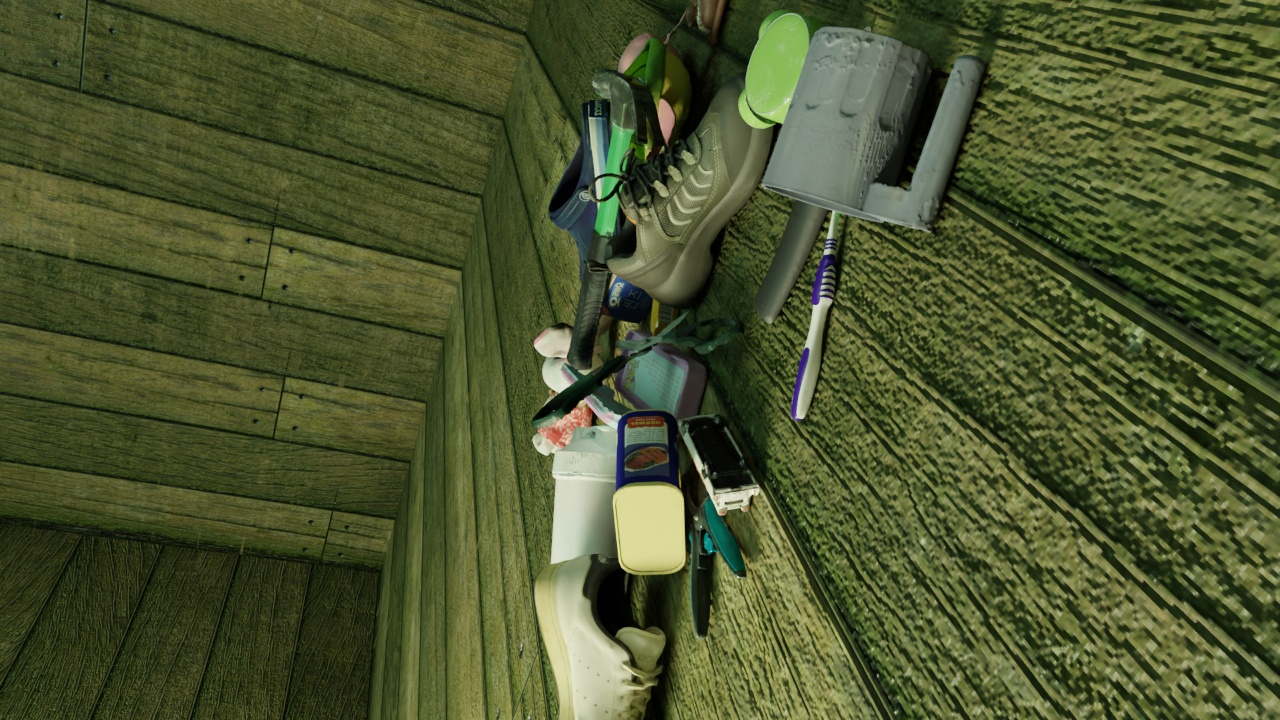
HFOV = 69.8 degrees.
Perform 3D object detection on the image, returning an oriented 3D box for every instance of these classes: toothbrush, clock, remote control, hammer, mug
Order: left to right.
[{"bbox_3d":[-0.039,-0.138,0.979,0.130,0.032,0.319,46,130,52],"label":"hammer"},{"bbox_3d":[0.119,-0.229,0.723,0.119,0.042,0.094,34,110,59],"label":"clock"},{"bbox_3d":[0.120,-0.100,0.700,0.041,0.020,0.152,-107,33,-59],"label":"remote control"},{"bbox_3d":[0.129,-0.049,0.648,0.016,0.015,0.186,-174,96,-67],"label":"toothbrush"},{"bbox_3d":[0.146,-0.144,0.578,0.124,0.083,0.104,27,103,47],"label":"mug"}]

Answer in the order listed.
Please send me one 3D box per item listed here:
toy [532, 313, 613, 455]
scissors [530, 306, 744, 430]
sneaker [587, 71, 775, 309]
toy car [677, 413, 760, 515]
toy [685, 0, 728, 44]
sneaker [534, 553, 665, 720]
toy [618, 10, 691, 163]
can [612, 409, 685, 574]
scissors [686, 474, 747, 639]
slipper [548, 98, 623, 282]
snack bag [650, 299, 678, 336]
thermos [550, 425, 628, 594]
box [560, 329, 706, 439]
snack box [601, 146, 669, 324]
[{"bbox_3d":[-0.086,0.030,1.128,0.158,0.084,0.194,-29,-42,-57],"label":"toy"},{"bbox_3d":[-0.005,0.005,0.834,0.201,0.015,0.202,-38,17,-20],"label":"scissors"},{"bbox_3d":[0.020,-0.167,0.845,0.101,0.143,0.238,-104,33,-54],"label":"sneaker"},{"bbox_3d":[0.061,0.082,0.738,0.113,0.039,0.039,-116,20,-63],"label":"toy car"},{"bbox_3d":[0.079,-0.397,0.986,0.055,0.041,0.102,48,135,41],"label":"toy"},{"bbox_3d":[-0.018,0.279,0.787,0.102,0.089,0.241,-26,64,21],"label":"sneaker"},{"bbox_3d":[0.015,-0.294,1.027,0.190,0.087,0.237,96,175,-46],"label":"toy"},{"bbox_3d":[0.008,0.112,0.788,0.092,0.056,0.116,-90,-3,-49],"label":"can"},{"bbox_3d":[0.053,0.154,0.738,0.156,0.019,0.124,-161,85,-74],"label":"scissors"},{"bbox_3d":[-0.067,-0.202,1.129,0.105,0.095,0.253,-97,7,-47],"label":"slipper"},{"bbox_3d":[0.027,-0.066,0.950,0.020,0.026,0.099,145,133,-64],"label":"snack bag"},{"bbox_3d":[-0.050,0.176,0.918,0.099,0.099,0.220,162,116,-69],"label":"thermos"},{"bbox_3d":[-0.018,0.020,0.921,0.214,0.092,0.089,-144,67,-70],"label":"box"},{"bbox_3d":[0.012,-0.129,0.990,0.207,0.057,0.056,120,158,-44],"label":"snack box"}]
